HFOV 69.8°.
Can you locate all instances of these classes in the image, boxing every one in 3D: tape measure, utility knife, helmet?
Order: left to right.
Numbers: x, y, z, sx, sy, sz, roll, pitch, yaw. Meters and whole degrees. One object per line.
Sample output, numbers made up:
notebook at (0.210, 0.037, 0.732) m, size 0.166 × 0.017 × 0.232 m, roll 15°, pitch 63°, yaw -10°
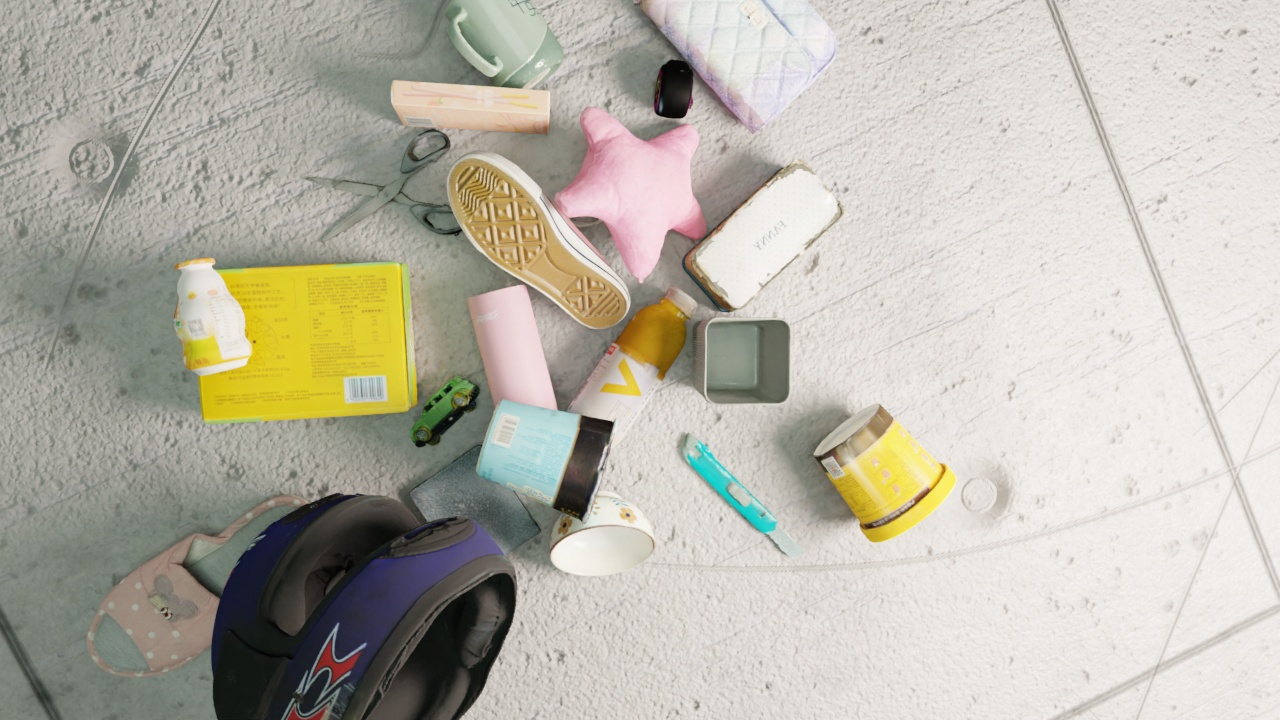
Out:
helmet at (-0.276, 0.246, 0.880) m, size 0.240 × 0.246 × 0.316 m, roll 35°, pitch 117°, yaw 21°
tape measure at (0.037, -0.289, 0.985) m, size 0.039 × 0.057 × 0.058 m, roll 7°, pitch 84°, yaw -7°
utility knife at (0.116, 0.157, 1.043) m, size 0.196 × 0.013 × 0.029 m, roll 44°, pitch 88°, yaw -7°

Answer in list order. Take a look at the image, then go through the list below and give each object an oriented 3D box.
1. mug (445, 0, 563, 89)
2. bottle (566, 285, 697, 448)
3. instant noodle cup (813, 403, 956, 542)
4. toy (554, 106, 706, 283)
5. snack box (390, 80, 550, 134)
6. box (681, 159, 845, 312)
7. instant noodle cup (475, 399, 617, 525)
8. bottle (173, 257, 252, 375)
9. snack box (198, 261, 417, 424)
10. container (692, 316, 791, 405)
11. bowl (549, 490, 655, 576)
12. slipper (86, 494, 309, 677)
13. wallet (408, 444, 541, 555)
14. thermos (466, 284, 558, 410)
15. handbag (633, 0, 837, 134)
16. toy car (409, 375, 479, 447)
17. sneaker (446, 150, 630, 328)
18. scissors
mug at (-0.144, -0.329, 0.940) m, size 0.106 × 0.082 × 0.111 m, roll 56°, pitch 44°, yaw -9°
bottle at (-0.006, 0.006, 0.993) m, size 0.068 × 0.068 × 0.189 m, roll 35°, pitch 89°, yaw -7°
instant noodle cup at (0.262, 0.119, 1.009) m, size 0.118 × 0.118 × 0.114 m, roll -40°, pitch 90°, yaw -3°
toy at (-0.008, -0.171, 0.962) m, size 0.194 × 0.075 × 0.178 m, roll -4°, pitch 93°, yaw -38°
snack box at (-0.172, -0.261, 0.951) m, size 0.157 × 0.084 × 0.026 m, roll 1°, pitch 90°, yaw -7°
box at (0.129, -0.130, 1.004) m, size 0.184 × 0.064 × 0.090 m, roll -40°, pitch 95°, yaw -1°
instant noodle cup at (-0.095, 0.094, 0.913) m, size 0.120 × 0.111 × 0.111 m, roll 17°, pitch 91°, yaw -3°
bottle at (-0.413, -0.042, 0.878) m, size 0.063 × 0.063 × 0.108 m, roll -13°, pitch 94°, yaw -5°
snack box at (-0.344, -0.021, 0.954) m, size 0.210 × 0.070 × 0.157 m, roll -3°, pitch 93°, yaw -5°
container at (0.102, -0.002, 0.981) m, size 0.090 × 0.114 × 0.090 m, roll 0°, pitch 93°, yaw -6°
bowl at (-0.043, 0.181, 0.994) m, size 0.113 × 0.114 × 0.062 m, roll -3°, pitch 51°, yaw -6°
slipper at (-0.458, 0.241, 0.966) m, size 0.274 × 0.054 × 0.114 m, roll -33°, pitch 96°, yaw -4°
wallet at (-0.182, 0.166, 1.011) m, size 0.097 × 0.019 × 0.121 m, roll -34°, pitch 95°, yaw -5°
thermos at (-0.139, 0.023, 0.987) m, size 0.087 × 0.067 × 0.198 m, roll -10°, pitch 97°, yaw 26°
handbag at (0.106, -0.356, 0.979) m, size 0.134 × 0.075 × 0.194 m, roll -45°, pitch 96°, yaw -2°
toy car at (-0.212, 0.056, 0.986) m, size 0.036 × 0.043 × 0.091 m, roll 41°, pitch 80°, yaw 9°
sneaker at (-0.104, -0.132, 0.966) m, size 0.118 × 0.087 × 0.241 m, roll -39°, pitch 118°, yaw 19°
scissors at (-0.265, -0.177, 0.984) m, size 0.159 × 0.014 × 0.181 m, roll 42°, pitch 91°, yaw -5°
